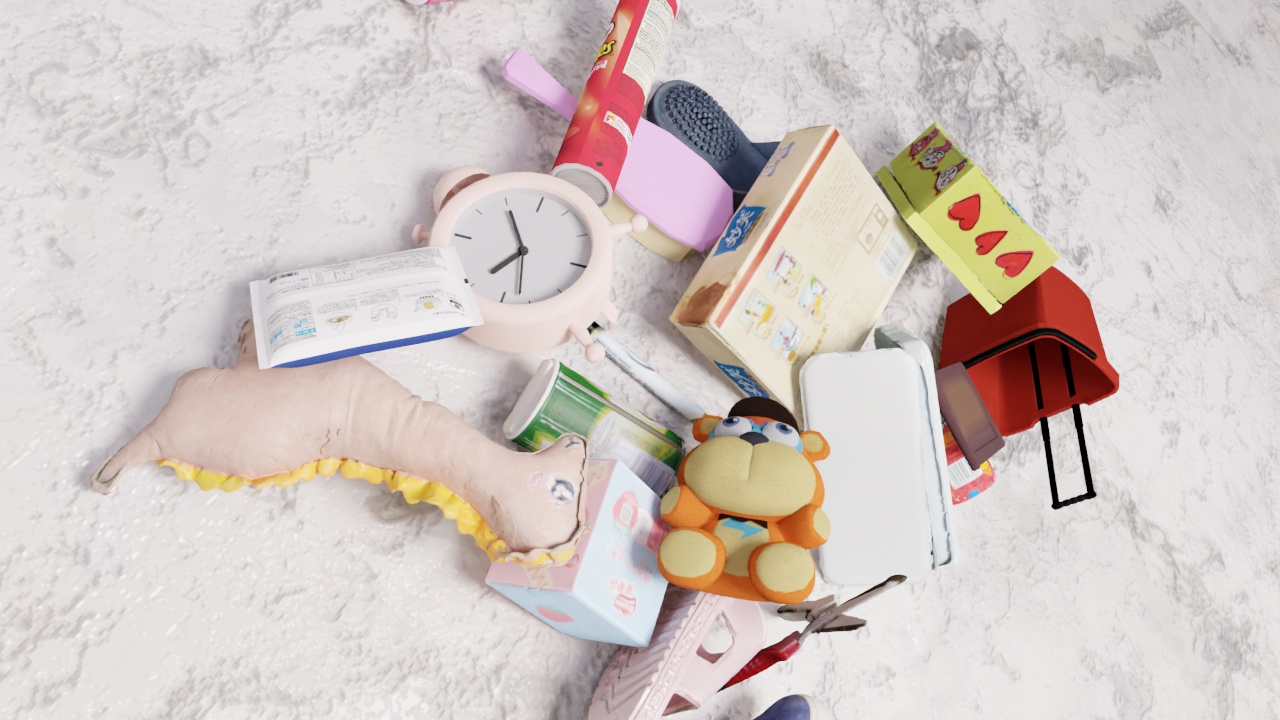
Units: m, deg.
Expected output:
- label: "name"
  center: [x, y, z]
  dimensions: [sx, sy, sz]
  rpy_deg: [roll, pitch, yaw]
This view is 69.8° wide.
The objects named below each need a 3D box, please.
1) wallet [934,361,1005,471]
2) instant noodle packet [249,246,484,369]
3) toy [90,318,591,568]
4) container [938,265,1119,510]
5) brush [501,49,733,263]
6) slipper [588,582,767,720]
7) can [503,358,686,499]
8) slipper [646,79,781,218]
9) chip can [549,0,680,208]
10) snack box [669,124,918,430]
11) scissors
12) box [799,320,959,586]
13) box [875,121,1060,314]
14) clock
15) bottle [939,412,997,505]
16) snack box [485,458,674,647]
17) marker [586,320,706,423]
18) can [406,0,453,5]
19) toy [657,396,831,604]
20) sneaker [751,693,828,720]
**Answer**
- label: "wallet"
  center: [0.280, 0.045, 0.797]
  dimensions: [0.115, 0.018, 0.091]
  rpy_deg: [-7, 69, -61]
- label: "instant noodle packet"
  center: [-0.176, -0.037, 0.584]
  dimensions: [0.134, 0.026, 0.087]
  rpy_deg: [-13, 45, -17]
- label: "toy"
  center: [-0.166, 0.069, 0.559]
  dimensions: [0.264, 0.065, 0.195]
  rpy_deg: [32, 60, 10]
- label: "container"
  center: [0.363, 0.022, 0.867]
  dimensions: [0.127, 0.148, 0.200]
  rpy_deg: [31, 50, -22]
- label: "brush"
  center: [-0.023, -0.174, 0.779]
  dimensions: [0.228, 0.043, 0.089]
  rpy_deg: [35, 58, -15]
- label: "slipper"
  center: [0.046, 0.190, 0.655]
  dimensions: [0.064, 0.094, 0.238]
  rpy_deg: [43, 51, -4]
- label: "can"
  center: [-0.034, 0.055, 0.673]
  dimensions: [0.121, 0.067, 0.067]
  rpy_deg: [32, 59, -17]
- label: "slipper"
  center: [0.121, -0.165, 0.837]
  dimensions: [0.263, 0.083, 0.101]
  rpy_deg: [41, 59, -10]
- label: "chip can"
  center: [-0.018, -0.220, 0.739]
  dimensions: [0.051, 0.052, 0.214]
  rpy_deg: [27, 61, -19]
- label: "snack box"
  center: [0.134, -0.067, 0.769]
  dimensions: [0.153, 0.055, 0.207]
  rpy_deg: [43, 71, -32]
- label: "scissors"
  center: [0.111, 0.191, 0.652]
  dimensions: [0.015, 0.197, 0.179]
  rpy_deg: [53, 15, 7]
- label: "box"
  center: [0.205, 0.074, 0.774]
  dimensions: [0.105, 0.130, 0.211]
  rpy_deg: [-59, 144, -71]
- label: "box"
  center: [0.301, -0.141, 0.868]
  dimensions: [0.124, 0.083, 0.220]
  rpy_deg: [42, 24, -13]
- label: "clock"
  center: [-0.090, -0.068, 0.679]
  dimensions: [0.160, 0.086, 0.130]
  rpy_deg: [18, 62, -2]
- label: "bottle"
  center: [0.269, 0.062, 0.849]
  dimensions: [0.061, 0.062, 0.137]
  rpy_deg: [-30, 89, -35]
- label: "snack box"
  center: [-0.035, 0.129, 0.620]
  dimensions: [0.093, 0.080, 0.094]
  rpy_deg: [47, 50, -41]
- label: "marker"
  center: [-0.004, 0.004, 0.740]
  dimensions: [0.146, 0.017, 0.017]
  rpy_deg: [40, 57, -12]
- label: "can"
  center: [-0.128, -0.347, 0.755]
  dimensions: [0.165, 0.088, 0.088]
  rpy_deg: [-23, 84, -34]
- label: "toy"
  center: [0.073, 0.093, 0.626]
  dimensions: [0.112, 0.096, 0.175]
  rpy_deg: [6, 28, 9]
- label: "sneaker"
  center: [0.015, 0.283, 0.609]
  dimensions: [0.118, 0.092, 0.232]
  rpy_deg: [45, 65, -5]
